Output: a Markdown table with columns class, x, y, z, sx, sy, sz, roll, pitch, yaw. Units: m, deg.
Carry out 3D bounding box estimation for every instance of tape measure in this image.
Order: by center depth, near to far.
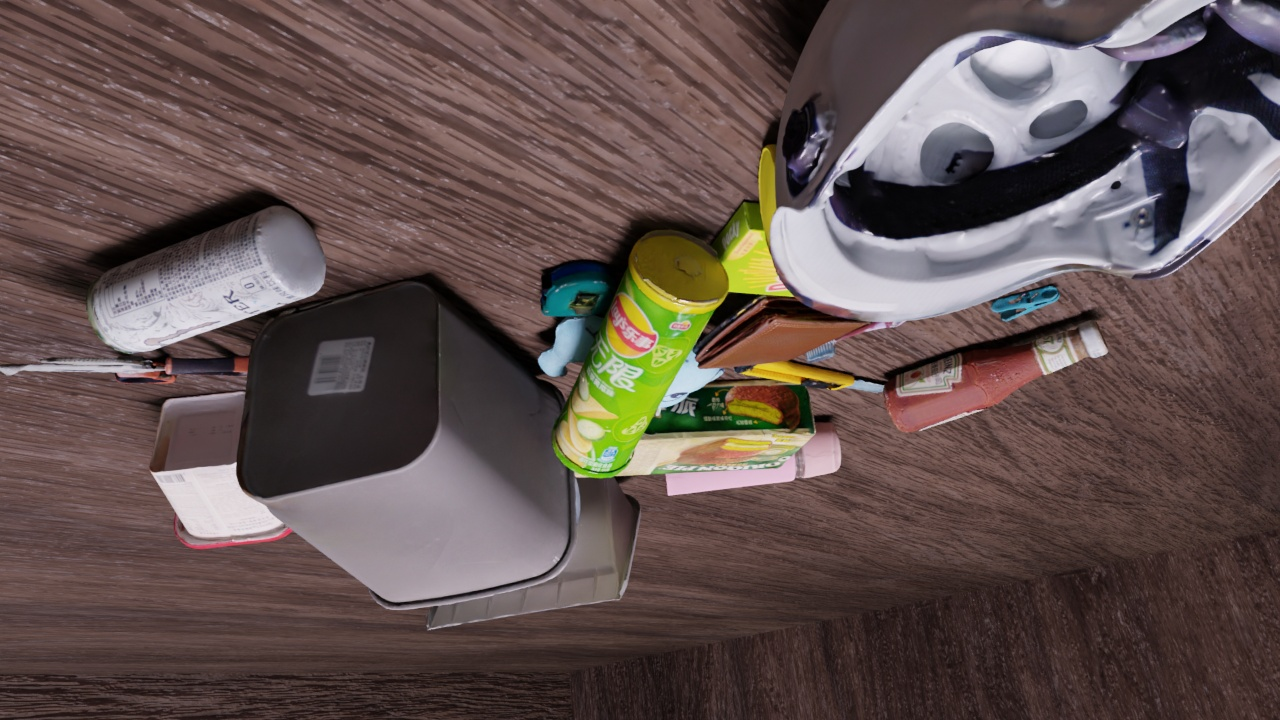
| class | x | y | z | sx | sy | sz | roll | pitch | yaw |
| --- | --- | --- | --- | --- | --- | --- | --- | --- | --- |
| tape measure | -0.045 | -0.050 | 0.680 | 0.058 | 0.025 | 0.055 | -3 | 157 | -11 |

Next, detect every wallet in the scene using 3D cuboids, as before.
| class | x | y | z | sx | sy | sz | roll | pitch | yaw |
| --- | --- | --- | --- | --- | --- | --- | --- | --- | --- |
| wallet | 0.116 | -0.023 | 0.763 | 0.124 | 0.032 | 0.101 | -3 | 159 | -38 |

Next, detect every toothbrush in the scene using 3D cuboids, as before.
| class | x | y | z | sx | sy | sz | roll | pitch | yaw |
| --- | --- | --- | --- | --- | --- | --- | --- | --- | --- |
| toothbrush | 0.226 | -0.034 | 0.800 | 0.188 | 0.017 | 0.016 | -22 | 153 | 32 |

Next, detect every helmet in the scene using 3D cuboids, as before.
| class | x | y | z | sx | sy | sz | roll | pitch | yaw |
| --- | --- | --- | --- | --- | --- | --- | --- | --- | --- |
| helmet | 0.168 | -0.127 | 0.415 | 0.228 | 0.145 | 0.259 | 4 | 160 | -20 |

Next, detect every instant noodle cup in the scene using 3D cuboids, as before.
| class | x | y | z | sx | sy | sz | roll | pitch | yaw |
| --- | --- | --- | --- | --- | --- | --- | --- | --- | --- |
| instant noodle cup | -0.374 | 0.095 | 0.830 | 0.116 | 0.116 | 0.124 | -6 | 145 | -4 |

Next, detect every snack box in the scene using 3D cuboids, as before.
| class | x | y | z | sx | sy | sz | roll | pitch | yaw |
| --- | --- | --- | --- | --- | --- | --- | --- | --- | --- |
| snack box | 0.129 | -0.076 | 0.668 | 0.156 | 0.026 | 0.086 | 3 | 154 | -20 |
| snack box | 0.045 | 0.071 | 0.935 | 0.240 | 0.063 | 0.115 | -2 | 156 | -12 |

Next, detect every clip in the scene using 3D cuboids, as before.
| class | x | y | z | sx | sy | sz | roll | pitch | yaw |
| --- | --- | --- | --- | --- | --- | --- | --- | --- | --- |
| clip | 0.336 | -0.050 | 0.798 | 0.055 | 0.013 | 0.034 | -24 | 152 | 34 |

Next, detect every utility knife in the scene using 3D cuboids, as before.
| class | x | y | z | sx | sy | sz | roll | pitch | yaw |
| --- | --- | --- | --- | --- | --- | --- | --- | --- | --- |
| utility knife | 0.176 | 0.018 | 0.907 | 0.217 | 0.015 | 0.033 | 10 | 154 | -34 |

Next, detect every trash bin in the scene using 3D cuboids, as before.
| class | x | y | z | sx | sy | sz | roll | pitch | yaw |
| --- | --- | --- | --- | --- | --- | --- | --- | --- | --- |
| trash bin | -0.180 | 0.065 | 0.723 | 0.199 | 0.198 | 0.220 | -13 | 148 | 11 |

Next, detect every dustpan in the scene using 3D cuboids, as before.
| class | x | y | z | sx | sy | sz | roll | pitch | yaw |
| --- | --- | --- | --- | --- | --- | --- | --- | --- | --- |
| dustpan | -0.103 | 0.222 | 1.083 | 0.223 | 0.257 | 0.143 | -12 | 133 | 12 |

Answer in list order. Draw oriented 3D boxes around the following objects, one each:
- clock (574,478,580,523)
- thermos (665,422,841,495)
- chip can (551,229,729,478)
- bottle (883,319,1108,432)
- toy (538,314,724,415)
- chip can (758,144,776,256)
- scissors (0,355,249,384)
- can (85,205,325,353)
| class | x | y | z | sx | sy | sz | roll | pitch | yaw |
| --- | --- | --- | --- | --- | --- | --- | --- | --- | --- |
| clock | -0.124 | 0.118 | 0.881 | 0.060 | 0.158 | 0.117 | -14 | -178 | 41 |
| thermos | 0.124 | 0.107 | 1.050 | 0.198 | 0.067 | 0.087 | -8 | -172 | -1 |
| chip can | -0.007 | 0.005 | 0.692 | 0.072 | 0.072 | 0.222 | 3 | 140 | -22 |
| bottle | 0.340 | 0.013 | 0.891 | 0.207 | 0.059 | 0.059 | -24 | 152 | 29 |
| toy | -0.005 | 0.005 | 0.785 | 0.161 | 0.049 | 0.156 | -8 | 149 | -5 |
| chip can | 0.182 | -0.106 | 0.556 | 0.210 | 0.071 | 0.071 | -7 | 157 | -1 |
| scissors | -0.359 | 0.006 | 0.657 | 0.197 | 0.015 | 0.214 | -3 | 177 | -39 |
| can | -0.274 | -0.049 | 0.579 | 0.147 | 0.058 | 0.058 | -16 | 155 | 19 |
